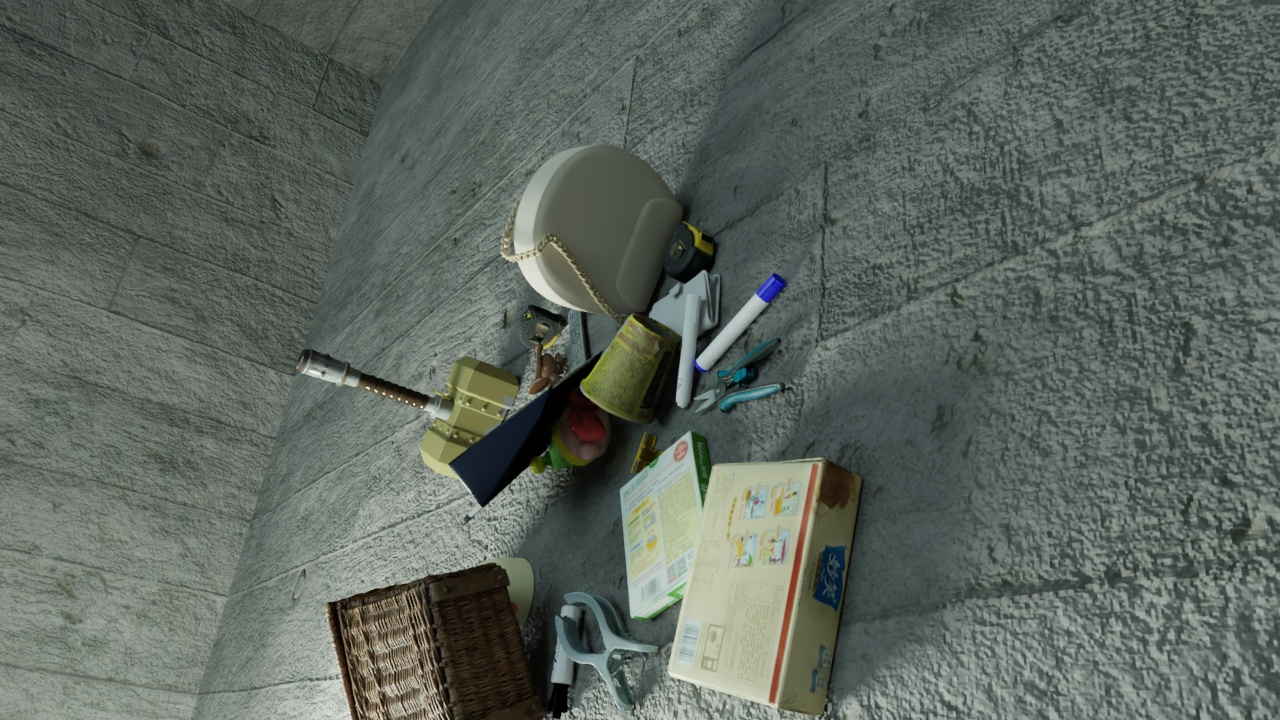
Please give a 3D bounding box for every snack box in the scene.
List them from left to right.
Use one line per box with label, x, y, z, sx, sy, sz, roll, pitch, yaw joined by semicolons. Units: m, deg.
snack box;0.031;0.179;0.995;0.132;0.027;0.167;-44;36;34
snack box;0.110;0.196;0.826;0.154;0.055;0.207;-11;60;56

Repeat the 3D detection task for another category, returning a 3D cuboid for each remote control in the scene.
remote control;-0.092;-0.034;1.356;0.033;0.013;0.136;-48;35;31

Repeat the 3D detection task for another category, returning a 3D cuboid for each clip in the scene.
clip;-0.049;0.324;1.010;0.163;0.028;0.108;19;89;54
clip;0.011;0.114;1.087;0.046;0.035;0.053;169;123;-77

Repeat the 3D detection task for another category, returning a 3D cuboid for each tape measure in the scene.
tape measure;-0.159;-0.048;1.421;0.063;0.067;0.038;-57;31;18
tape measure;0.060;-0.133;1.152;0.071;0.042;0.072;-60;32;5

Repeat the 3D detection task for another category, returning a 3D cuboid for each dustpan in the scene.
dustpan;-0.159;0.116;1.212;0.274;0.080;0.236;-36;2;17

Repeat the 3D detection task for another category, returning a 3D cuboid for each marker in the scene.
marker;-0.089;0.352;1.073;0.025;0.025;0.125;-27;48;49
marker;0.057;-0.011;1.068;0.020;0.017;0.133;1;84;64
marker;0.109;-0.041;1.026;0.142;0.020;0.020;-50;34;28

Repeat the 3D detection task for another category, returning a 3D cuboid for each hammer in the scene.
hammer;-0.377;0.054;1.444;0.101;0.324;0.190;14;82;60

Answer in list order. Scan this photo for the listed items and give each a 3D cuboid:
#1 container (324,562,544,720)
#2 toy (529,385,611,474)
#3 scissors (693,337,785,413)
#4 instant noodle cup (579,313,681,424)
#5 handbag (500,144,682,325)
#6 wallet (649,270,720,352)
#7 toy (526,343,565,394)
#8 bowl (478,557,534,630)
container;-0.240;0.372;1.109;0.184;0.162;0.249;-32;70;34
toy;-0.090;0.094;1.198;0.124;0.096;0.132;-99;18;-44
scissors;0.109;0.023;0.985;0.149;0.019;0.122;-62;33;20
instant noodle cup;-0.006;0.006;1.094;0.108;0.102;0.102;-62;30;14
handbag;-0.052;-0.167;1.187;0.103;0.208;0.210;16;83;57
wallet;0.051;-0.056;1.122;0.116;0.032;0.086;-36;44;42
toy;-0.137;0.018;1.348;0.042;0.055;0.101;-36;32;20
bowl;-0.205;0.317;1.237;0.118;0.074;0.117;-38;41;41
